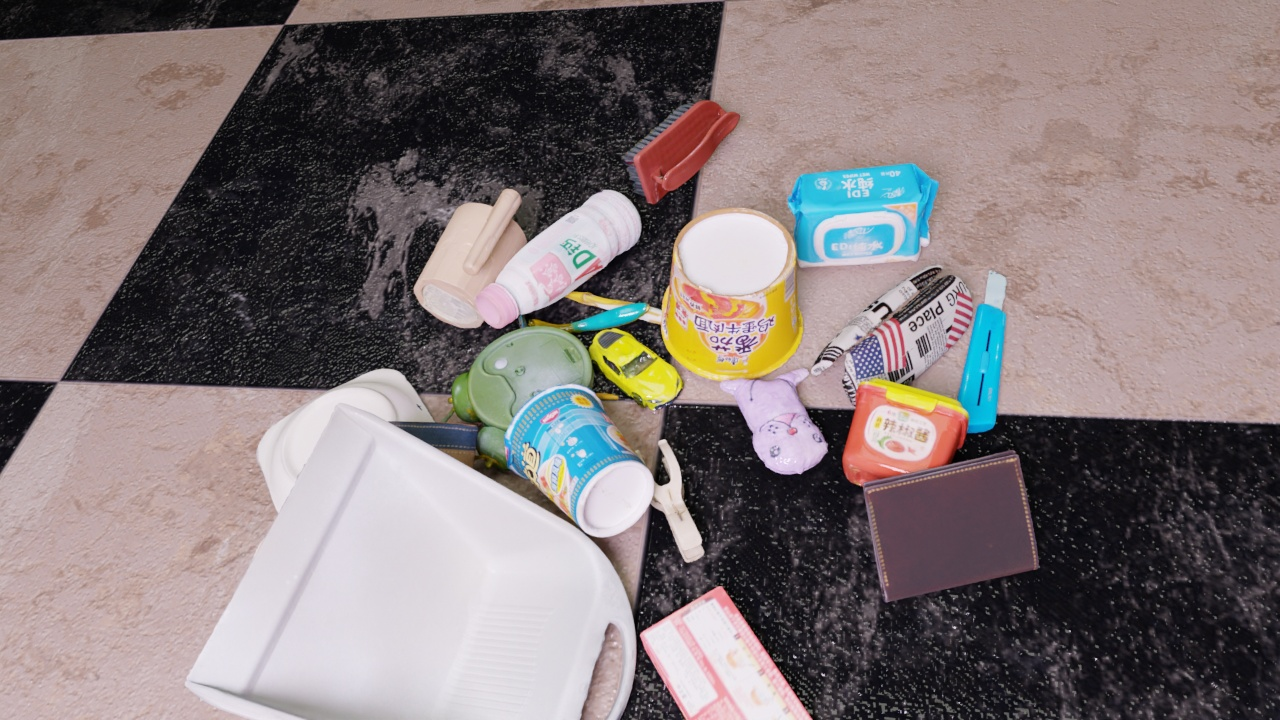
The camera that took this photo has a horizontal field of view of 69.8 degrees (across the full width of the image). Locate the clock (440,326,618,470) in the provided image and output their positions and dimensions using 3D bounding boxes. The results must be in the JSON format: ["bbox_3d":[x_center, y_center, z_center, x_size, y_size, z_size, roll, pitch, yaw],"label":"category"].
[{"bbox_3d":[-0.112,0.037,0.850,0.161,0.056,0.116,-29,52,-12],"label":"clock"}]

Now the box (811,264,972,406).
[{"bbox_3d":[0.237,-0.019,0.833,0.162,0.076,0.088,-35,76,-19],"label":"box"}]

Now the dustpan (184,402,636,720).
[{"bbox_3d":[-0.128,0.183,0.658,0.143,0.258,0.222,-9,47,34],"label":"dustpan"}]

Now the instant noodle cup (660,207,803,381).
[{"bbox_3d":[0.085,-0.066,0.852,0.138,0.110,0.137,-3,54,3],"label":"instant noodle cup"}]

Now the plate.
[{"bbox_3d":[-0.278,0.079,0.863,0.164,0.034,0.163,-32,54,-13],"label":"plate"}]

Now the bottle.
[{"bbox_3d":[-0.083,-0.101,0.922,0.068,0.068,0.196,29,52,28],"label":"bottle"}]

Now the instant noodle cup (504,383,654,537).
[{"bbox_3d":[-0.046,0.088,0.758,0.099,0.099,0.110,-33,41,-15],"label":"instant noodle cup"}]

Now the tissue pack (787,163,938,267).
[{"bbox_3d":[0.216,-0.139,0.902,0.140,0.090,0.063,-3,53,8],"label":"tissue pack"}]

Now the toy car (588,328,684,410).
[{"bbox_3d":[-0.005,0.005,0.870,0.048,0.032,0.105,-39,58,-20],"label":"toy car"}]

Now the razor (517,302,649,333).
[{"bbox_3d":[-0.055,-0.038,0.914,0.132,0.028,0.043,-13,75,4],"label":"razor"}]

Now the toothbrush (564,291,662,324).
[{"bbox_3d":[-0.049,-0.065,0.940,0.191,0.018,0.016,16,59,21],"label":"toothbrush"}]

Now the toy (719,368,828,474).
[{"bbox_3d":[0.125,0.054,0.804,0.084,0.039,0.108,-12,50,-10],"label":"toy"}]

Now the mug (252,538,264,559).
[{"bbox_3d":[-0.246,0.183,0.755,0.123,0.078,0.078,1,53,5],"label":"mug"}]

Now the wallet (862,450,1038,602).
[{"bbox_3d":[0.238,0.127,0.704,0.122,0.020,0.096,-12,95,0],"label":"wallet"}]

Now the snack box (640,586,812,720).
[{"bbox_3d":[0.069,0.248,0.673,0.075,0.025,0.153,-28,53,-12],"label":"snack box"}]

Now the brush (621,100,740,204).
[{"bbox_3d":[0.050,-0.240,1.030,0.069,0.063,0.145,22,57,38],"label":"brush"}]

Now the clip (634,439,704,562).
[{"bbox_3d":[0.022,0.109,0.763,0.034,0.083,0.104,-20,41,-5],"label":"clip"}]

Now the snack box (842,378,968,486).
[{"bbox_3d":[0.214,0.069,0.755,0.091,0.082,0.080,16,71,22],"label":"snack box"}]

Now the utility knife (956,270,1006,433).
[{"bbox_3d":[0.314,-0.013,0.834,0.034,0.018,0.190,10,54,18],"label":"utility knife"}]

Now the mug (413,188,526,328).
[{"bbox_3d":[-0.167,-0.104,0.932,0.084,0.125,0.103,31,58,-14],"label":"mug"}]

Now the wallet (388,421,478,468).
[{"bbox_3d":[-0.187,0.110,0.797,0.090,0.033,0.115,1,78,14],"label":"wallet"}]
